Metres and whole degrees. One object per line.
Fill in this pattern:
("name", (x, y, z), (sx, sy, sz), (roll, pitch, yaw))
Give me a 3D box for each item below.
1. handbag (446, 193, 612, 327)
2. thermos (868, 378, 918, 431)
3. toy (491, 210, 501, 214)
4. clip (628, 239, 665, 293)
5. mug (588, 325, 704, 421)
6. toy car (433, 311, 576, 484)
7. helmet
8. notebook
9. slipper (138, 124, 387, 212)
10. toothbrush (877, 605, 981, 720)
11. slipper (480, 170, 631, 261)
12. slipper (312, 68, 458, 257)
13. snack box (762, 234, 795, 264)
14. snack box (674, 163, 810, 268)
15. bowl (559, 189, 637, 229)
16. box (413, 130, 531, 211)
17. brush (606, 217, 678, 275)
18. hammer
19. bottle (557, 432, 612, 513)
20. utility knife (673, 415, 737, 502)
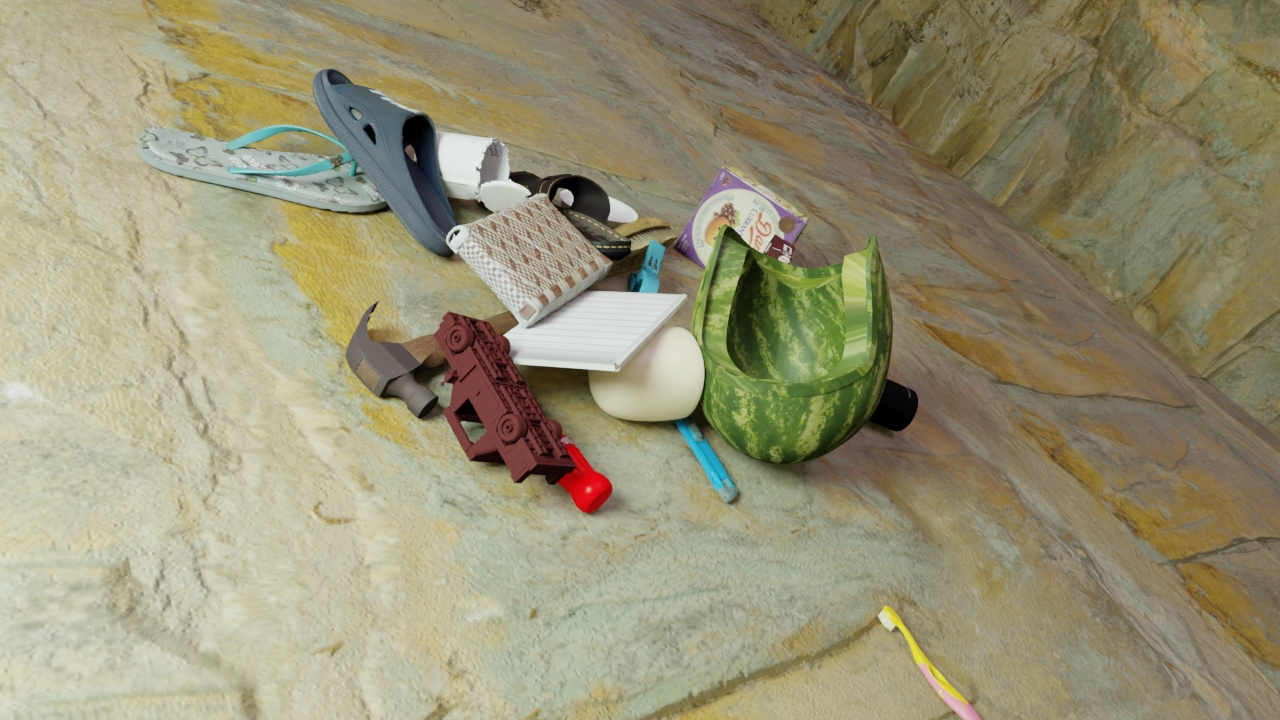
("handbag", (-0.116, -0.111, 0.982), (0.124, 0.047, 0.185), (46, 32, 2))
("thermos", (0.252, 0.026, 1.201), (0.231, 0.061, 0.061), (22, 31, -17))
("toy", (-0.131, -0.127, 1.069), (0.112, 0.067, 0.087), (15, 17, -5))
("clip", (-0.004, -0.087, 1.165), (0.028, 0.114, 0.126), (25, 23, -12))
("mug", (-0.006, 0.006, 0.951), (0.099, 0.096, 0.120), (-1, 42, -28))
("toy car", (-0.127, 0.039, 0.798), (0.070, 0.062, 0.169), (15, 36, -58))
("helmet", (0.160, -0.009, 0.992), (0.213, 0.247, 0.243), (7, -13, 14))
("notebook", (-0.051, -0.035, 0.925), (0.143, 0.009, 0.209), (4, 22, 20))
("slipper", (-0.379, -0.210, 0.973), (0.268, 0.055, 0.098), (2, 43, -40))
("toothbrush", (0.273, 0.291, 0.867), (0.021, 0.016, 0.135), (-2, 45, -48))
("slipper", (-0.109, -0.199, 1.146), (0.112, 0.076, 0.268), (-8, 32, -45))
("slipper", (-0.269, -0.238, 1.025), (0.268, 0.083, 0.110), (55, 12, 11))
("snack box", (0.149, -0.093, 1.202), (0.032, 0.141, 0.050), (31, 29, -2))
("snack box", (0.147, -0.187, 1.341), (0.148, 0.144, 0.040), (35, 28, 6))
("bowl", (-0.062, -0.193, 1.251), (0.110, 0.041, 0.109), (15, 25, -8))
("box", (-0.191, -0.222, 1.094), (0.166, 0.083, 0.092), (10, 61, 20))
("brush", (-0.009, -0.154, 1.229), (0.043, 0.059, 0.194), (49, 35, 10))
("hammer", (-0.161, -0.029, 0.924), (0.115, 0.033, 0.322), (43, 30, 12))
("bottle", (-0.076, 0.085, 0.825), (0.119, 0.036, 0.036), (44, 31, 21))
("utility knife", (0.051, 0.074, 0.987), (0.031, 0.015, 0.205), (10, 34, -42))
